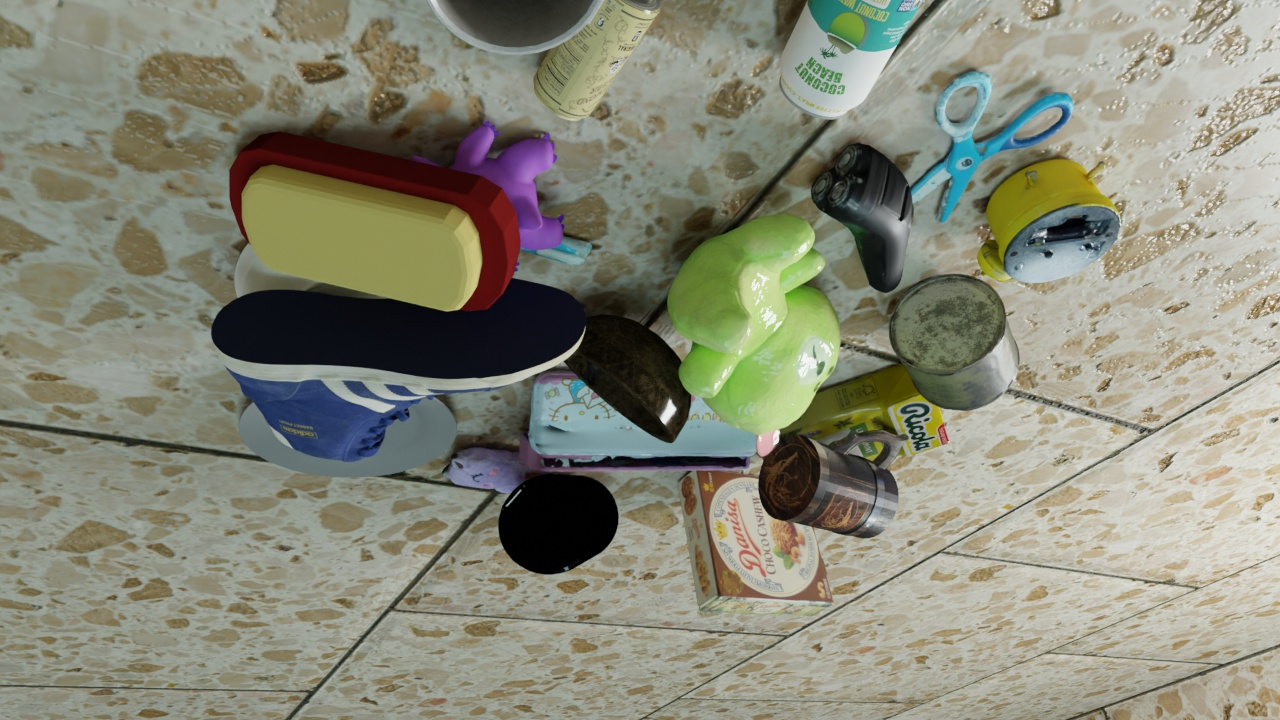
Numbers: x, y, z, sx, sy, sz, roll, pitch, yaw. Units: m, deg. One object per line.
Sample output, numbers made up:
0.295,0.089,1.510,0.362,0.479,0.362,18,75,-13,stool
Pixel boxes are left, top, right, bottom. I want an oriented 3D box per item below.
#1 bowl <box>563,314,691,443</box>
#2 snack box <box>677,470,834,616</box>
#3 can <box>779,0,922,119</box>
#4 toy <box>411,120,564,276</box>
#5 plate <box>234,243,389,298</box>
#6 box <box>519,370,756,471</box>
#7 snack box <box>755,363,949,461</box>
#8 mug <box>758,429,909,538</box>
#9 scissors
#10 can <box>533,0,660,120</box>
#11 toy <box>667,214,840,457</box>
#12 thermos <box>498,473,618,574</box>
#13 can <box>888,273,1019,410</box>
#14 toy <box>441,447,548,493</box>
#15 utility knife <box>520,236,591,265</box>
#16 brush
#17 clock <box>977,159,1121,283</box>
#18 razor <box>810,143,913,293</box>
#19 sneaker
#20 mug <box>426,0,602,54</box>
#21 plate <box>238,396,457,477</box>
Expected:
-0.004,0.004,0.714,0.056,0.121,0.121,-50,145,-12,bowl
0.119,0.192,0.965,0.146,0.143,0.041,11,141,-27,snack box
0.116,-0.186,0.499,0.055,0.054,0.102,3,144,-18,can
-0.097,-0.096,0.574,0.088,0.055,0.106,-1,125,4,toy
-0.193,-0.037,0.655,0.182,0.034,0.183,-6,146,-5,plate
-0.001,0.051,0.836,0.214,0.091,0.090,2,-173,-16,box
0.202,0.070,0.898,0.181,0.045,0.121,-20,144,13,snack box
0.186,0.106,0.854,0.107,0.080,0.116,19,111,-31,mug
0.236,-0.141,0.631,0.118,0.013,0.140,-5,143,-4,scissors
-0.025,-0.171,0.499,0.038,0.038,0.080,13,139,-30,can
0.084,-0.021,0.685,0.107,0.150,0.197,26,159,25,toy
-0.073,0.146,0.833,0.086,0.086,0.198,-12,172,3,thermos
0.258,-0.014,0.751,0.090,0.089,0.074,-23,144,19,can
-0.137,0.107,0.875,0.099,0.036,0.080,5,153,-22,toy
-0.108,-0.091,0.614,0.166,0.015,0.022,13,139,-32,utility knife
-0.160,-0.076,0.541,0.173,0.041,0.082,13,131,5,brush
0.297,-0.093,0.676,0.083,0.057,0.119,-8,145,-3,clock
0.162,-0.095,0.658,0.067,0.053,0.151,9,161,23,razor
-0.156,0.016,0.627,0.233,0.091,0.119,-3,141,-9,sneaker
-0.049,-0.204,0.418,0.113,0.070,0.084,-32,140,29,mug
-0.249,0.057,0.790,0.178,0.012,0.179,-6,149,-4,plate
